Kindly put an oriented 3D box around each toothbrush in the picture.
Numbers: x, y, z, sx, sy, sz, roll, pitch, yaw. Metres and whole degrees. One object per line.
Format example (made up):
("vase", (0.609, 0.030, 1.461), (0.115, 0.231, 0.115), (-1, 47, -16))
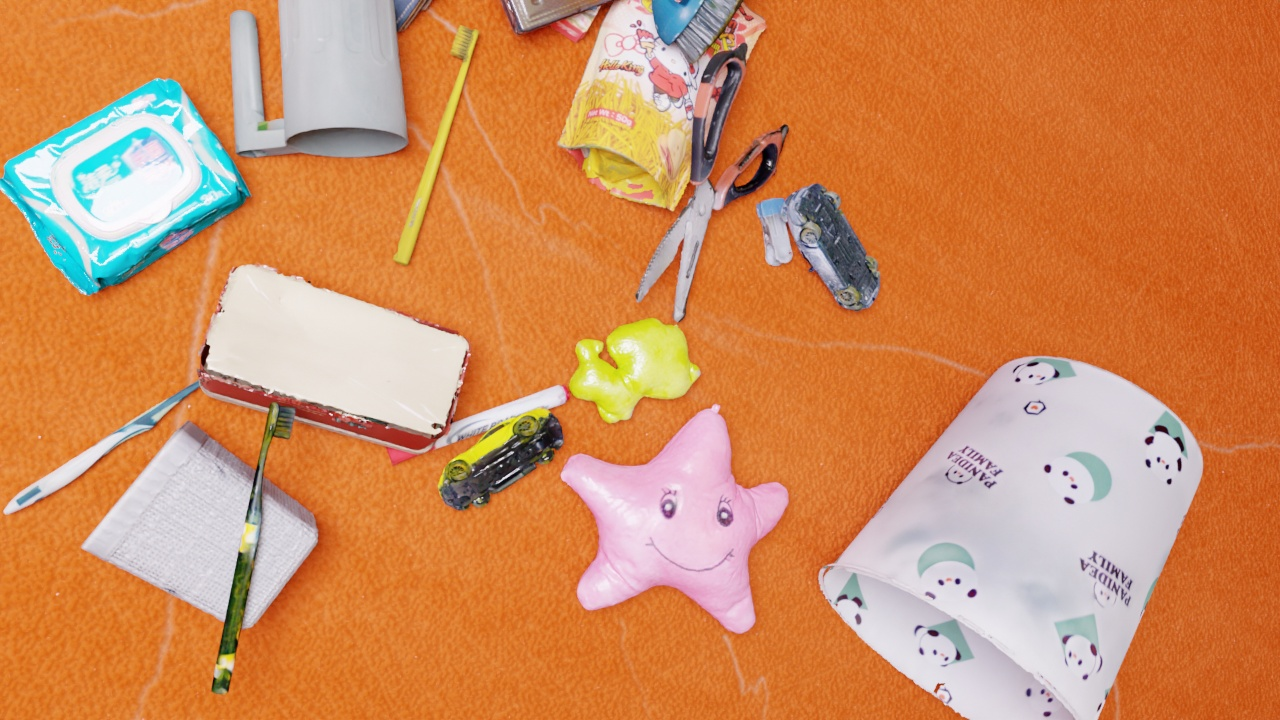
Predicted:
("toothbrush", (-0.156, -0.164, 0.696), (0.016, 0.016, 0.190), (17, 85, -14))
("toothbrush", (-0.344, 0.048, 0.631), (0.191, 0.016, 0.018), (-37, 112, -16))
("toothbrush", (-0.244, 0.118, 0.579), (0.017, 0.012, 0.186), (12, 89, -35))

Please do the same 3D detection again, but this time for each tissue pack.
("tissue pack", (-0.342, -0.116, 0.613), (0.133, 0.050, 0.093), (-39, 103, -15))

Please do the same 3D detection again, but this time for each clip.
("clip", (0.116, -0.110, 0.789), (0.025, 0.036, 0.058), (-12, 90, -21))

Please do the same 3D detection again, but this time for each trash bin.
("trash bin", (0.313, 0.148, 0.757), (0.229, 0.230, 0.251), (46, 70, -13))

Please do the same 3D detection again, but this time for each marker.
("marker", (-0.123, 0.048, 0.706), (0.145, 0.017, 0.017), (-19, 96, -18))

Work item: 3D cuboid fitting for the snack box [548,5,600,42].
("snack box", (-0.093, -0.324, 0.712), (0.153, 0.025, 0.075), (30, 80, -17))

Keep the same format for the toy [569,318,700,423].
("toy", (-0.004, 0.004, 0.740), (0.096, 0.031, 0.100), (40, 78, -13))

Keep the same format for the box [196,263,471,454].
("box", (-0.207, -0.002, 0.634), (0.168, 0.078, 0.091), (19, 68, -20))

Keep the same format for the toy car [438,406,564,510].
("toy car", (-0.108, 0.073, 0.699), (0.105, 0.032, 0.048), (-34, 141, -11))

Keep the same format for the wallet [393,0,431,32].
("wallet", (-0.192, -0.309, 0.660), (0.115, 0.033, 0.090), (39, 114, -15))

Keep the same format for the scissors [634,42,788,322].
("scissors", (0.058, -0.142, 0.736), (0.225, 0.015, 0.189), (-40, 134, -33))

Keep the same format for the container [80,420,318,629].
("container", (-0.286, 0.111, 0.614), (0.114, 0.090, 0.090), (39, 78, -18))

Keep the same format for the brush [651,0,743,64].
("brush", (0.049, -0.296, 0.707), (0.073, 0.055, 0.143), (37, 60, -15))

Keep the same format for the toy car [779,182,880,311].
("toy car", (0.165, -0.096, 0.792), (0.120, 0.037, 0.054), (50, 53, -21))

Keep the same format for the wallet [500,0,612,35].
("wallet", (-0.072, -0.315, 0.681), (0.101, 0.032, 0.124), (-29, 107, -21))

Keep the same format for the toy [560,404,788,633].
("toy", (0.027, 0.118, 0.727), (0.194, 0.075, 0.178), (16, 84, -17))

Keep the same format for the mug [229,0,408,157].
("mug", (-0.228, -0.201, 0.644), (0.124, 0.083, 0.103), (-4, 90, 6))

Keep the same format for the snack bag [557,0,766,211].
("snack bag", (0.018, -0.231, 0.738), (0.128, 0.073, 0.207), (28, 74, -16))
